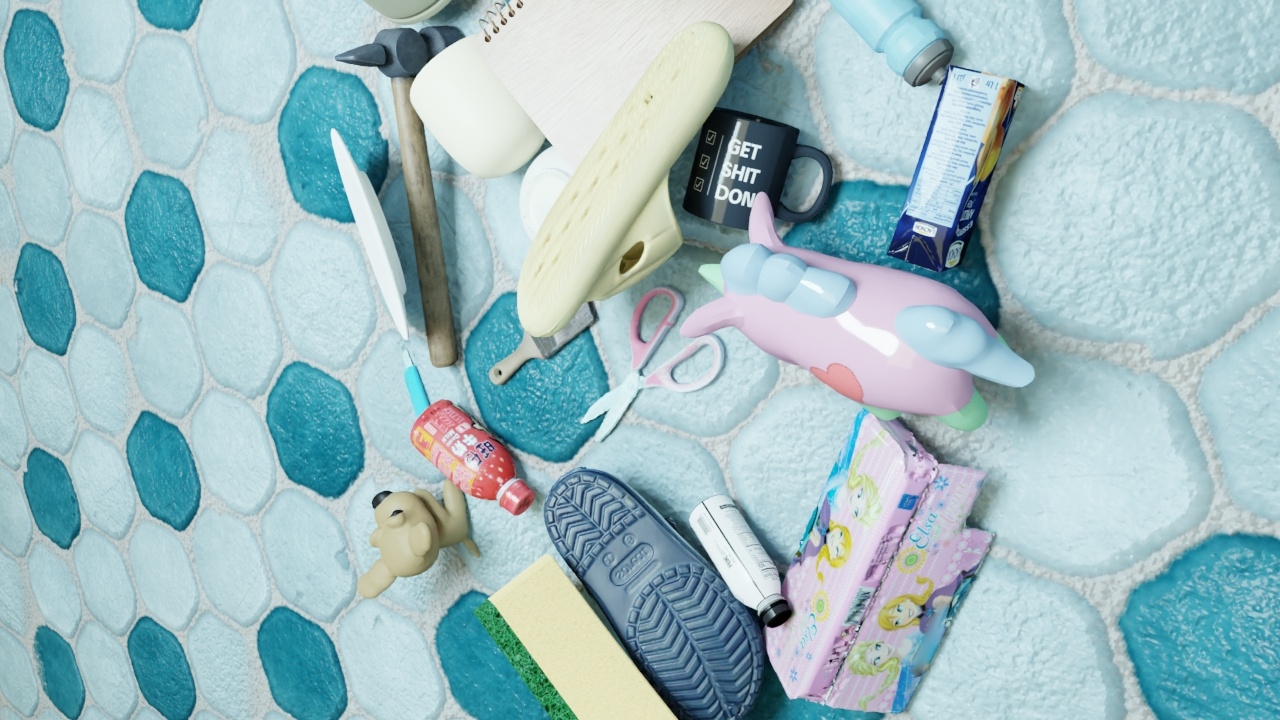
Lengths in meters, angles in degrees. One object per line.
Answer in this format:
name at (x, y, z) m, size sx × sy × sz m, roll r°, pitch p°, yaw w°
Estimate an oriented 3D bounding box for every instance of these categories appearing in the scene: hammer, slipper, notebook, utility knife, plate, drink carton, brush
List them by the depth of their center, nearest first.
drink carton at (0.211, -0.126, 0.616) m, size 0.040 × 0.064 × 0.130 m, roll 24°, pitch 112°, yaw 26°
slipper at (-0.001, -0.125, 0.687) m, size 0.262 × 0.079 × 0.111 m, roll -55°, pitch 34°, yaw 17°
notebook at (-0.013, -0.266, 0.716) m, size 0.211 × 0.022 × 0.169 m, roll -40°, pitch 86°, yaw 17°
brush at (-0.039, 0.295, 0.792) m, size 0.250 × 0.075 × 0.195 m, roll 49°, pitch 162°, yaw 15°
slipper at (0.015, 0.196, 0.796) m, size 0.105 × 0.095 × 0.253 m, roll -38°, pitch 84°, yaw -2°
brush at (-0.096, -0.019, 0.868) m, size 0.152 × 0.012 × 0.039 m, roll -35°, pitch 81°, yaw 33°
hammer at (-0.207, -0.144, 0.870) m, size 0.040 × 0.129 × 0.322 m, roll 11°, pitch 115°, yaw 32°
plate at (-0.254, -0.120, 0.882) m, size 0.208 × 0.015 × 0.209 m, roll 57°, pitch 159°, yaw 36°
utility knife at (-0.231, 0.047, 0.968) m, size 0.022 × 0.015 × 0.124 m, roll -19°, pitch 87°, yaw 31°

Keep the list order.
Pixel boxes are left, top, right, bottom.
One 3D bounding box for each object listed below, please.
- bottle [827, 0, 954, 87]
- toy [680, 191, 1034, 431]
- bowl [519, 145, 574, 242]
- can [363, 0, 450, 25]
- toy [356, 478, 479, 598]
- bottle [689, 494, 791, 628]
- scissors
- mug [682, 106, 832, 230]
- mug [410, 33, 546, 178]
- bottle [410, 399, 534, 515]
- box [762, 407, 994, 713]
bottle at (0.168, -0.239, 0.635) m, size 0.040 × 0.040 × 0.130 m, roll -45°, pitch 75°, yaw 31°
toy at (0.143, -0.026, 0.618) m, size 0.120 × 0.171 × 0.222 m, roll -60°, pitch 26°, yaw -9°
bowl at (-0.060, -0.134, 0.791) m, size 0.114 × 0.063 × 0.113 m, roll 6°, pitch 102°, yaw 31°
can at (-0.213, -0.371, 0.808) m, size 0.128 × 0.073 × 0.127 m, roll -9°, pitch 71°, yaw 28°
toy at (-0.223, 0.173, 0.933) m, size 0.134 × 0.108 × 0.105 m, roll -42°, pitch 78°, yaw 32°
bottle at (0.084, 0.165, 0.749) m, size 0.041 × 0.041 × 0.116 m, roll -57°, pitch 47°, yaw 28°
scissors at (0.008, 0.026, 0.810) m, size 0.105 × 0.016 × 0.179 m, roll 42°, pitch 119°, yaw 19°
mug at (0.091, -0.141, 0.693) m, size 0.105 × 0.071 × 0.077 m, roll 17°, pitch 110°, yaw 7°
mug at (-0.124, -0.220, 0.802) m, size 0.120 × 0.096 × 0.099 m, roll -37°, pitch 87°, yaw -9°
bottle at (-0.162, 0.100, 0.907) m, size 0.137 × 0.061 × 0.062 m, roll 37°, pitch 117°, yaw 20°
box at (0.187, 0.159, 0.712) m, size 0.086 × 0.105 × 0.231 m, roll -116°, pitch 40°, yaw -61°
